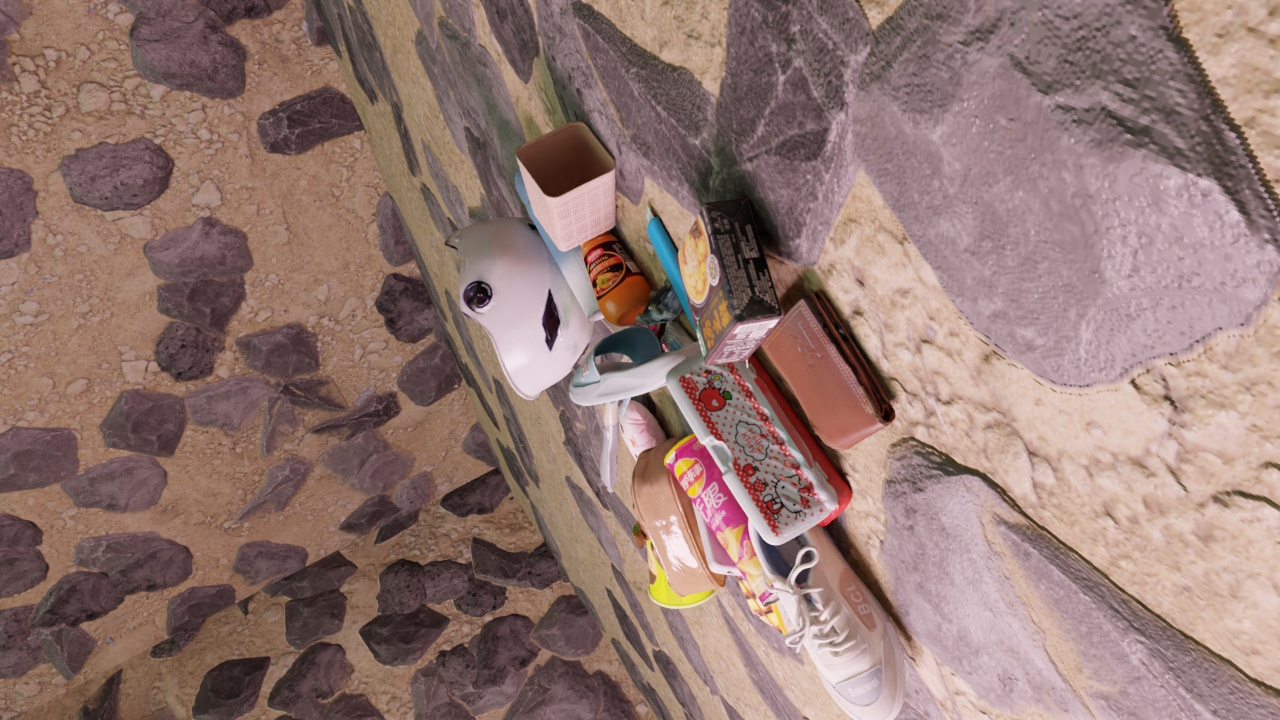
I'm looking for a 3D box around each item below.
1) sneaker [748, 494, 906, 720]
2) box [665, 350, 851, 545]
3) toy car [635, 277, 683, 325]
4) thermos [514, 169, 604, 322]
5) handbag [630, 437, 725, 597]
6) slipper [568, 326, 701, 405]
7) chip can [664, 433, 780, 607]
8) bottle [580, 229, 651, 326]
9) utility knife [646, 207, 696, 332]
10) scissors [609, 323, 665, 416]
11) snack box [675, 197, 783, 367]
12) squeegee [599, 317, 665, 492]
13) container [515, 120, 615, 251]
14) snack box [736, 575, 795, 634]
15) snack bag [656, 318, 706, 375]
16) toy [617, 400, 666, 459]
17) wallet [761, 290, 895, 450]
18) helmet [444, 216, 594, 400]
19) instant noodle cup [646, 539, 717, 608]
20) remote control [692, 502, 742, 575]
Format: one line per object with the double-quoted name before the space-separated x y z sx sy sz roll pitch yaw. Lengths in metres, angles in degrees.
"sneaker" 0.179 0.239 0.897 0.090 0.090 0.242 19 -140 -62
"box" 0.107 0.082 0.893 0.201 0.101 0.095 57 162 20
"toy car" 0.025 -0.062 1.030 0.034 0.042 0.091 31 162 -11
"thermos" -0.092 -0.158 1.189 0.220 0.070 0.070 60 164 9
"handbag" 0.048 0.209 1.227 0.147 0.100 0.204 -63 -46 -64
"slipper" -0.012 0.001 1.039 0.246 0.103 0.074 -14 96 61
"chip can" 0.114 0.184 1.086 0.210 0.071 0.071 54 162 25
"bottle" -0.038 -0.115 1.112 0.067 0.066 0.149 99 148 -64
"utility knife" 0.041 -0.091 0.975 0.159 0.018 0.034 63 160 5
"scissors" -0.009 0.007 1.159 0.138 0.017 0.083 -51 56 32
"snack box" 0.076 -0.062 0.811 0.126 0.053 0.113 120 139 -65
"squeegee" -0.033 0.073 1.234 0.246 0.039 0.247 43 129 51
"container" -0.081 -0.197 1.062 0.090 0.089 0.111 55 166 26
"snack box" 0.152 0.275 1.182 0.140 0.033 0.087 69 162 -11
"snack bag" 0.051 -0.011 1.048 0.104 0.026 0.048 50 140 39
"toy" 0.004 0.116 1.357 0.121 0.054 0.159 62 172 4
"wallet" 0.155 0.012 0.762 0.124 0.032 0.101 59 161 13
"helmet" -0.143 -0.089 1.274 0.229 0.146 0.258 44 -157 -63
"instant noodle cup" 0.056 0.290 1.386 0.112 0.111 0.123 34 139 60
"remote control" 0.096 0.202 1.130 0.020 0.055 0.135 -58 32 38
